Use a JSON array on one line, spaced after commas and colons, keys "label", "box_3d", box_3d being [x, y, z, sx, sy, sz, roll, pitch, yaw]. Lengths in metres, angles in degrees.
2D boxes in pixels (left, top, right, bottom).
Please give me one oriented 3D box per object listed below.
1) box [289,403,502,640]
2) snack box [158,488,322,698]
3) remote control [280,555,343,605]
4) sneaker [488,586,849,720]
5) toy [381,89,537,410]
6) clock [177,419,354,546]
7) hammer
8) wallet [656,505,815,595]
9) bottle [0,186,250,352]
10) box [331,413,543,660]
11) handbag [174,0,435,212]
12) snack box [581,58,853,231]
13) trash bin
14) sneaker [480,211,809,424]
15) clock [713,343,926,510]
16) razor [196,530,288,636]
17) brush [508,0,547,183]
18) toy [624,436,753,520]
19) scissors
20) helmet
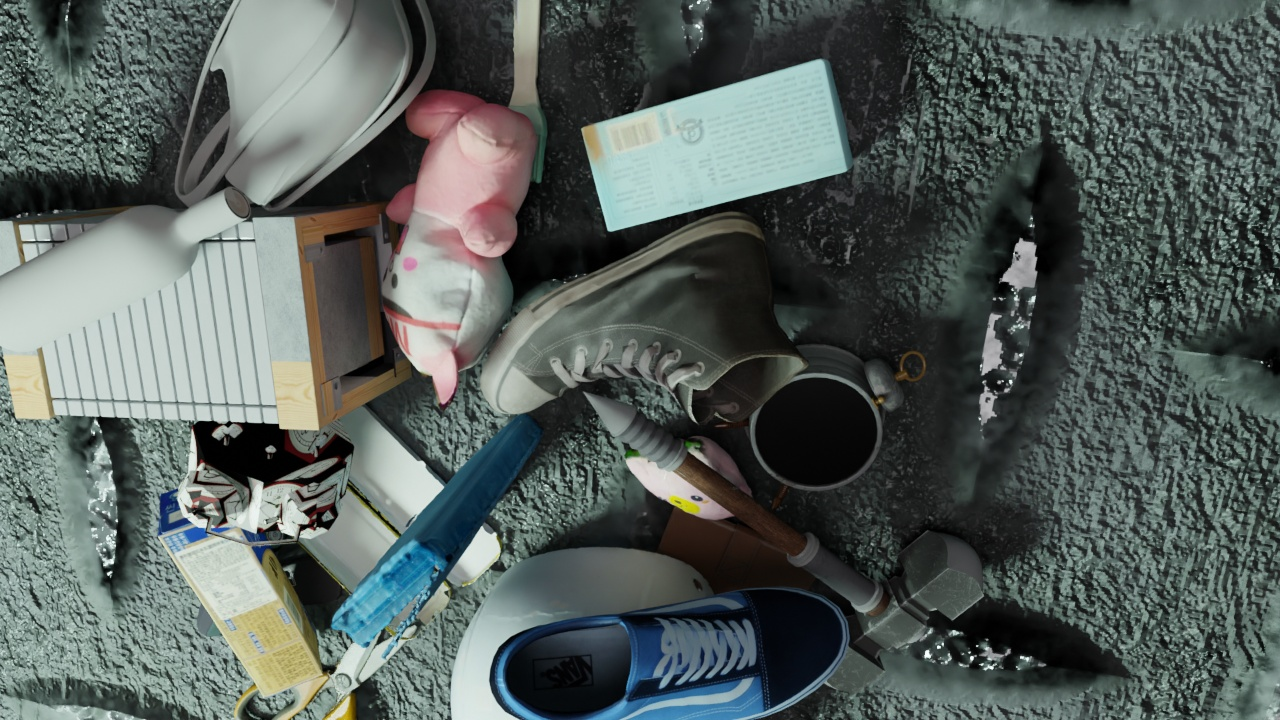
[{"label": "box", "box_3d": [-0.227, 0.126, 0.773, 0.209, 0.038, 0.130, 45, 95, 0]}, {"label": "snack box", "box_3d": [-0.323, 0.186, 0.752, 0.056, 0.057, 0.207, -19, 127, -13]}, {"label": "remote control", "box_3d": [-0.324, 0.204, 0.827, 0.125, 0.009, 0.046, -14, 101, 15]}, {"label": "sneaker", "box_3d": [0.026, 0.192, 0.578, 0.241, 0.098, 0.083, -5, 74, -9]}, {"label": "toy", "box_3d": [-0.133, -0.081, 0.659, 0.142, 0.084, 0.213, 31, 112, 49]}, {"label": "clock", "box_3d": [-0.274, 0.079, 0.676, 0.114, 0.154, 0.065, 10, 117, -18]}, {"label": "hammer", "box_3d": [0.087, 0.113, 0.638, 0.322, 0.043, 0.156, 37, 110, -20]}, {"label": "wallet", "box_3d": [0.071, 0.169, 0.729, 0.121, 0.013, 0.087, 23, 112, 6]}, {"label": "bottle", "box_3d": [-0.333, -0.063, 0.586, 0.195, 0.052, 0.052, -21, 99, 16]}, {"label": "box", "box_3d": [-0.126, 0.113, 0.644, 0.093, 0.231, 0.048, -42, 96, 16]}, {"label": "handbag", "box_3d": [-0.259, -0.196, 0.654, 0.223, 0.095, 0.215, -38, 53, 21]}, {"label": "snack box", "box_3d": [0.052, -0.146, 0.632, 0.175, 0.053, 0.075, -12, 101, 17]}, {"label": "trash bin", "box_3d": [-0.323, -0.041, 0.694, 0.247, 0.142, 0.142, 1, 104, 12]}, {"label": "sneaker", "box_3d": [-0.004, 0.003, 0.641, 0.235, 0.095, 0.119, -24, 60, 11]}, {"label": "clock", "box_3d": [0.136, 0.036, 0.657, 0.148, 0.056, 0.104, -31, 104, 18]}, {"label": "razor", "box_3d": [-0.350, 0.183, 0.804, 0.052, 0.047, 0.143, 45, 109, 36]}, {"label": "brush", "box_3d": [-0.082, -0.239, 0.661, 0.033, 0.012, 0.218, 6, 103, 12]}, {"label": "toy", "box_3d": [0.043, 0.089, 0.689, 0.093, 0.050, 0.103, 43, 154, -23]}, {"label": "scissors", "box_3d": [-0.289, 0.294, 0.839, 0.162, 0.016, 0.226, 29, 108, 4]}, {"label": "helmet", "box_3d": [-0.037, 0.287, 0.701, 0.237, 0.163, 0.264, -5, 106, 16]}]
